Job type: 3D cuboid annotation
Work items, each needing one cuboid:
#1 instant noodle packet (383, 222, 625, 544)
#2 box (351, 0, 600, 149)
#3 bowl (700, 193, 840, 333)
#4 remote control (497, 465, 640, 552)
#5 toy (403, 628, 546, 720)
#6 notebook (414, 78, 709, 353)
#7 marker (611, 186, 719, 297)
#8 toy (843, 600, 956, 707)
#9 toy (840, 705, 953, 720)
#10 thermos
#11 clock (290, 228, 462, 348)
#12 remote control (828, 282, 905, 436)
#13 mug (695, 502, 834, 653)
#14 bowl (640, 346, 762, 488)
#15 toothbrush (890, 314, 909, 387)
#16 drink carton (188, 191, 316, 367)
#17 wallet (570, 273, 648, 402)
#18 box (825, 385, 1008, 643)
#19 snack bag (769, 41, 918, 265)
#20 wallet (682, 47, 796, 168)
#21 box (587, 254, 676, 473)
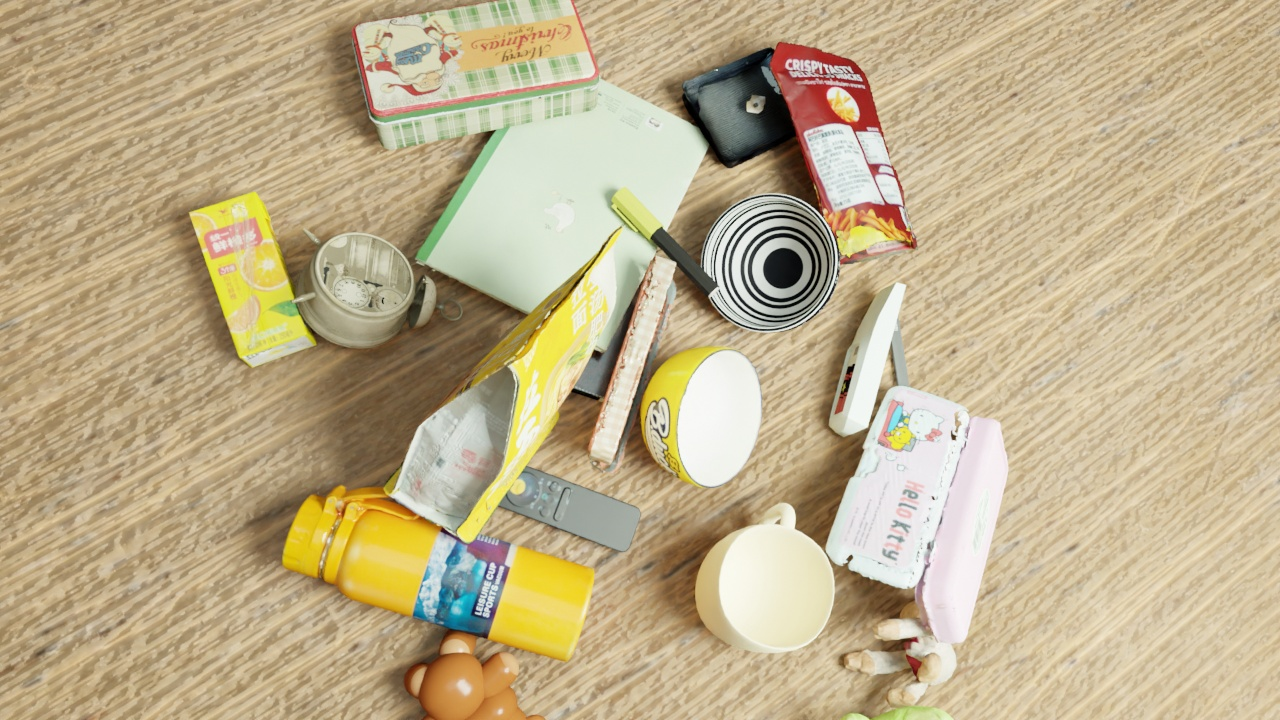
[{"bbox_3d":[-0.085,0.012,0.668,0.084,0.222,0.162,36,44,-1],"label":"instant noodle packet"},{"bbox_3d":[-0.147,-0.264,0.823,0.205,0.051,0.117,-12,69,-12],"label":"box"},{"bbox_3d":[0.121,-0.084,0.818,0.120,0.066,0.120,0,91,22],"label":"bowl"},{"bbox_3d":[-0.076,0.118,0.774,0.152,0.020,0.041,21,76,-3],"label":"remote control"},{"bbox_3d":[-0.123,0.276,0.718,0.095,0.065,0.127,-42,95,-7],"label":"toy"},{"bbox_3d":[-0.060,-0.150,0.824,0.182,0.010,0.252,26,67,-2],"label":"notebook"},{"bbox_3d":[0.021,-0.102,0.806,0.021,0.017,0.124,-44,81,9],"label":"marker"},{"bbox_3d":[0.234,0.231,0.770,0.105,0.085,0.074,-28,51,-33],"label":"toy"},{"bbox_3d":[0.164,0.354,0.722,0.197,0.107,0.150,-20,104,-4],"label":"toy"},{"bbox_3d":[-0.155,0.160,0.723,0.232,0.076,0.091,18,74,-4],"label":"thermos"},{"bbox_3d":[-0.214,-0.058,0.763,0.140,0.055,0.092,13,56,-26],"label":"clock"},{"bbox_3d":[0.201,-0.001,0.826,0.024,0.050,0.143,20,75,-5],"label":"remote control"},{"bbox_3d":[0.097,0.175,0.746,0.096,0.100,0.120,20,69,-6],"label":"mug"},{"bbox_3d":[0.043,0.043,0.773,0.117,0.068,0.117,-12,106,-46],"label":"bowl"},{"bbox_3d":[0.242,0.024,0.848,0.013,0.013,0.167,-2,75,-10],"label":"toothbrush"},{"bbox_3d":[-0.324,-0.068,0.765,0.058,0.043,0.134,-21,81,-12],"label":"drink carton"},{"bbox_3d":[-0.042,-0.031,0.812,0.072,0.019,0.123,18,75,-4],"label":"wallet"},{"bbox_3d":[0.247,0.117,0.761,0.146,0.077,0.201,41,51,-10],"label":"box"},{"bbox_3d":[0.195,-0.197,0.855,0.138,0.067,0.208,-10,84,-38],"label":"snack bag"},{"bbox_3d":[0.102,-0.240,0.874,0.114,0.026,0.089,-28,84,-19],"label":"wallet"},{"bbox_3d":[-0.007,0.004,0.782,0.041,0.083,0.186,19,77,-1],"label":"box"}]
